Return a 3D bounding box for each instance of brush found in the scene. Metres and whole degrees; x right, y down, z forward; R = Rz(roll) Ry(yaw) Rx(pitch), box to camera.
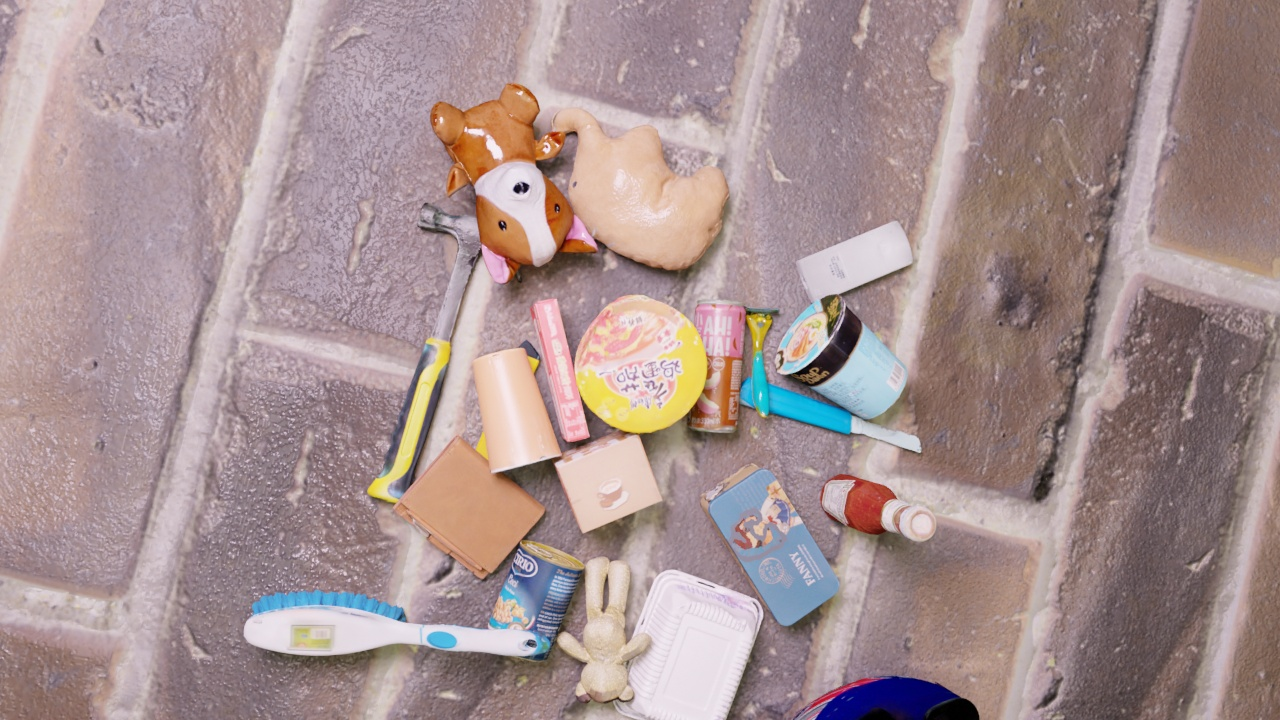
[{"bbox_3d":[-0.254,0.282,0.958,0.314,0.109,0.060,4,87,-8],"label":"brush"}]

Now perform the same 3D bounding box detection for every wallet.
[{"bbox_3d":[-0.186,0.162,0.999,0.132,0.031,0.107,42,82,-16],"label":"wallet"}]

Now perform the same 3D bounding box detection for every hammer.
[{"bbox_3d":[-0.223,-0.001,1.002,0.126,0.032,0.323,17,87,-7],"label":"hammer"}]

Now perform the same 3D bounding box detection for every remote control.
[{"bbox_3d":[0.253,-0.116,1.078,0.135,0.019,0.056,-23,93,-8],"label":"remote control"}]

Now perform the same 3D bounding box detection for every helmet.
[{"bbox_3d":[0.280,0.456,0.967,0.315,0.240,0.247,-21,131,-1],"label":"helmet"}]

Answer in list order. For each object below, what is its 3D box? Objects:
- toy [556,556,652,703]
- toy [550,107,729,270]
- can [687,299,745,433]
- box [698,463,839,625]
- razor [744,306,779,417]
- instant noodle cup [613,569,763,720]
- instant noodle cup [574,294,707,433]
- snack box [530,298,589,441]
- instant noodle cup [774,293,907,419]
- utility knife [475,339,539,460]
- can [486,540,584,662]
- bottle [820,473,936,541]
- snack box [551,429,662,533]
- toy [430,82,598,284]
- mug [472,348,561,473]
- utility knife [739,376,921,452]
[{"bbox_3d":[-0.039,0.297,1.014,0.105,0.066,0.157,1,80,4],"label":"toy"},{"bbox_3d":[-0.015,-0.191,1.013,0.226,0.082,0.143,32,82,-4],"label":"toy"},{"bbox_3d":[0.086,0.007,1.034,0.058,0.058,0.147,4,89,-9],"label":"can"},{"bbox_3d":[0.148,0.212,1.043,0.089,0.061,0.184,-35,93,-6],"label":"box"},{"bbox_3d":[0.137,0.002,1.047,0.043,0.028,0.132,3,74,-14],"label":"razor"},{"bbox_3d":[0.058,0.337,1.030,0.138,0.060,0.173,21,86,-8],"label":"instant noodle cup"},{"bbox_3d":[-0.006,0.006,0.995,0.138,0.110,0.138,0,90,-8],"label":"instant noodle cup"},{"bbox_3d":[-0.089,0.011,1.000,0.025,0.075,0.153,-14,92,-10],"label":"snack box"},{"bbox_3d":[0.232,0.003,1.039,0.120,0.111,0.111,36,85,-16],"label":"instant noodle cup"},{"bbox_3d":[-0.153,0.054,1.021,0.033,0.015,0.164,23,88,-2],"label":"utility knife"},{"bbox_3d":[-0.116,0.261,0.996,0.075,0.075,0.111,22,87,-8],"label":"can"},{"bbox_3d":[0.254,0.160,0.984,0.059,0.206,0.060,0,89,-10],"label":"bottle"},{"bbox_3d":[-0.038,0.128,0.997,0.092,0.094,0.077,-21,93,-8],"label":"snack box"},{"bbox_3d":[-0.133,-0.186,0.961,0.140,0.130,0.199,-19,89,-8],"label":"toy"},{"bbox_3d":[-0.137,0.053,0.979,0.078,0.078,0.122,-14,85,-8],"label":"mug"},{"bbox_3d":[0.223,0.068,1.074,0.236,0.018,0.034,18,86,-7],"label":"utility knife"}]
